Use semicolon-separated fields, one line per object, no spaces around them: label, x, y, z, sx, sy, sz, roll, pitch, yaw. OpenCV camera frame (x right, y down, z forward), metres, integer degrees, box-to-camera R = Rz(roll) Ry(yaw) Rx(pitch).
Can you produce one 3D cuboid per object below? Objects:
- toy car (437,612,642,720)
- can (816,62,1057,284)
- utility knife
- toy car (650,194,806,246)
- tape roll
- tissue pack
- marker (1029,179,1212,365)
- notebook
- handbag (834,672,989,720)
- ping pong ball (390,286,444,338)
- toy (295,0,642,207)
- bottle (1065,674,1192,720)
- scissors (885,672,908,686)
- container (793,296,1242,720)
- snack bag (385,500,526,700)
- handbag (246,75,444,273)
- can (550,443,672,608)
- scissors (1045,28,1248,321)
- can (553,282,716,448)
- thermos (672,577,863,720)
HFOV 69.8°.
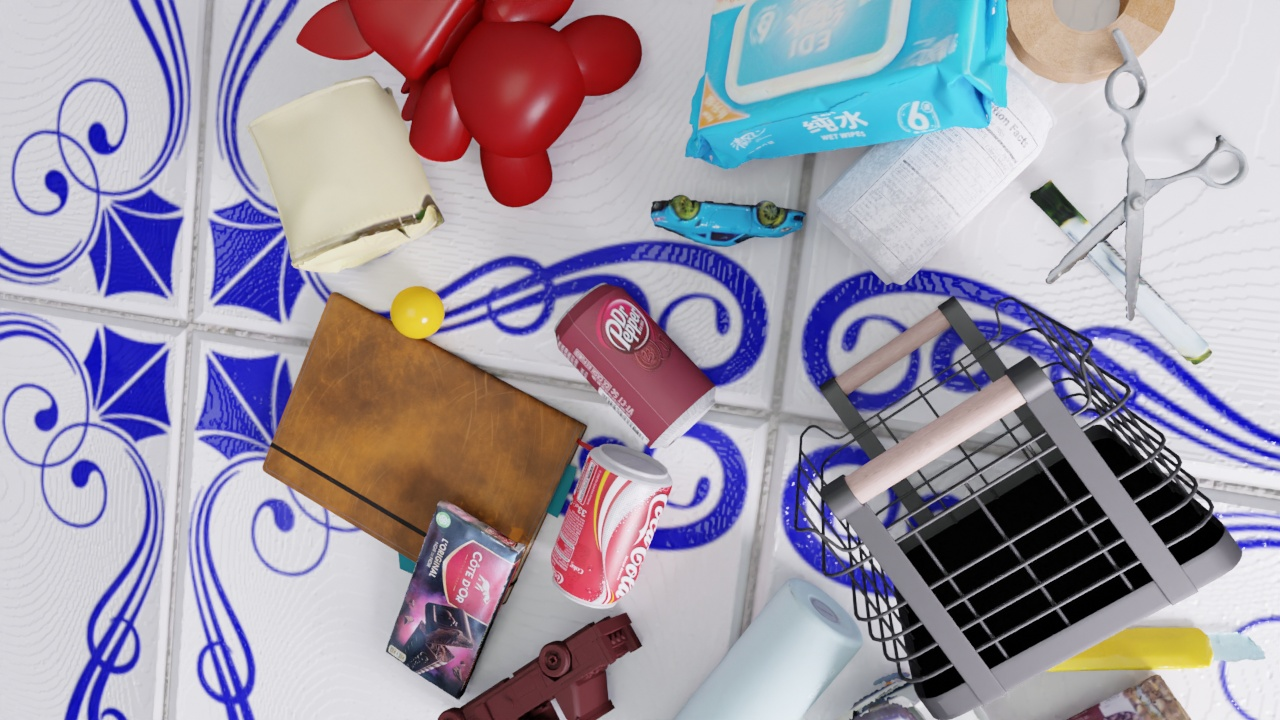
toy car;-0.075;0.254;0.678;0.170;0.070;0.062;-36;72;15
can;0.182;-0.118;0.574;0.078;0.078;0.136;46;104;8
utility knife;0.303;0.189;0.592;0.176;0.017;0.030;-8;63;17
toy car;0.059;-0.094;0.626;0.105;0.048;0.032;5;95;14
tape roll;0.275;-0.221;0.566;0.094;0.027;0.094;1;95;16
tissue pack;0.116;-0.187;0.558;0.210;0.066;0.117;-1;74;40
marker;0.301;-0.056;0.577;0.017;0.017;0.146;-43;83;14
notebook;-0.172;0.080;0.721;0.249;0.014;0.178;27;100;12
handbag;0.179;0.296;0.608;0.151;0.073;0.176;55;134;16
ping pong ball;-0.170;-0.037;0.698;0.040;0.040;0.040;1;94;15
toy;-0.116;-0.218;0.630;0.197;0.120;0.158;39;106;0
bottle;0.298;0.248;0.581;0.105;0.056;0.056;-36;84;15
scissors;0.218;0.264;0.627;0.074;0.012;0.131;-31;85;17
container;0.182;0.060;0.511;0.163;0.241;0.130;-36;92;15
snack bag;-0.145;0.185;0.706;0.074;0.018;0.155;28;112;13
handbag;-0.218;-0.134;0.688;0.111;0.081;0.119;-21;87;9
can;-0.022;0.118;0.657;0.064;0.064;0.105;23;100;13
scissors;0.296;-0.112;0.553;0.141;0.014;0.171;-22;99;-3
can;-0.004;0.004;0.643;0.063;0.063;0.114;-45;82;14
thermos;0.067;0.250;0.641;0.207;0.065;0.078;-55;46;12
